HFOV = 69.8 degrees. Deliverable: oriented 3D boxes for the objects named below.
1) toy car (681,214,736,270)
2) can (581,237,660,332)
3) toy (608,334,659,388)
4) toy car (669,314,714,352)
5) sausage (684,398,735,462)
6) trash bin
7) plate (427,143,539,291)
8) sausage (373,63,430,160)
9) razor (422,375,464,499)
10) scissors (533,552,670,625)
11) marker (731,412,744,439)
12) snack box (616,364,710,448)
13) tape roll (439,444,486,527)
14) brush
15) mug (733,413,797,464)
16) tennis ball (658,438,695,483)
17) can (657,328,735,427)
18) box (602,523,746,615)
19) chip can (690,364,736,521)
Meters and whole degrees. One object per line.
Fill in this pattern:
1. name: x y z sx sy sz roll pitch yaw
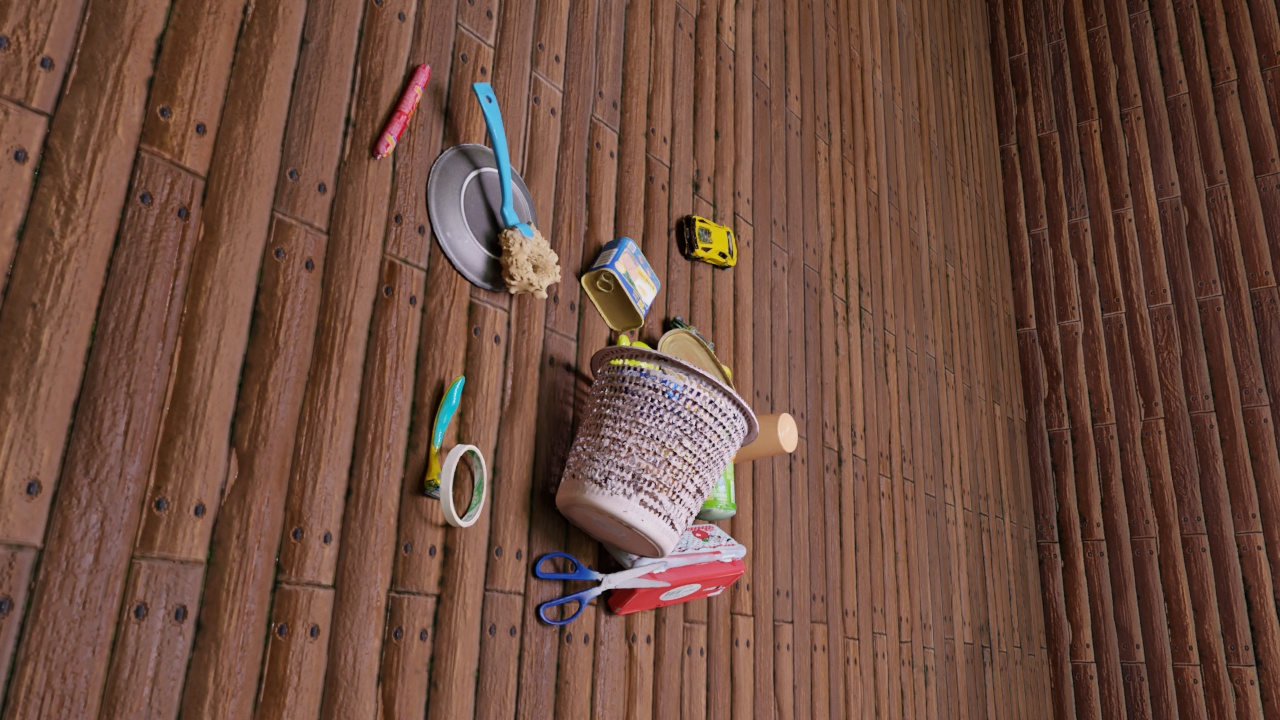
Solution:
1. toy car: 0.115 -0.188 1.461 0.155 0.041 0.071 10 73 -53
2. can: -0.024 -0.104 1.239 0.102 0.057 0.083 57 39 -27
3. toy: -0.007 0.007 1.249 0.099 0.031 0.097 -24 110 -47
4. toy car: 0.074 -0.033 1.360 0.036 0.043 0.091 -47 136 1
5. sausage: 0.093 0.093 1.219 0.165 0.021 0.021 53 42 -45
6. trash bin: 0.004 0.121 1.104 0.227 0.228 0.191 46 60 -36
7. plate: -0.175 -0.171 1.081 0.179 0.024 0.179 18 67 -50
8. sausage: -0.258 -0.272 1.001 0.020 0.020 0.155 43 49 -38
9. razor: -0.206 0.078 0.967 0.043 0.028 0.132 46 48 -63
10. scissors: -0.048 0.253 1.082 0.170 0.012 0.141 -37 95 -23
11. marker: 0.132 0.068 1.381 0.131 0.022 0.020 -105 -177 -46
12. snack box: 0.036 0.061 1.226 0.026 0.085 0.157 -61 141 -20
13. tape roll: -0.186 0.132 0.965 0.085 0.014 0.086 1 89 -74
14. brush: -0.150 -0.192 1.054 0.083 0.046 0.255 -25 105 -49
15. mug: 0.169 0.116 1.381 0.078 0.123 0.078 17 68 -50
16. tennis ball: 0.046 0.139 1.258 0.065 0.066 0.065 19 66 -50
17. can: 0.077 0.026 1.286 0.148 0.074 0.049 55 -12 18
18. box: 0.041 0.258 1.200 0.201 0.096 0.098 2 49 -40
19. chip can: 0.098 0.118 1.316 0.072 0.073 0.221 26 56 -47
